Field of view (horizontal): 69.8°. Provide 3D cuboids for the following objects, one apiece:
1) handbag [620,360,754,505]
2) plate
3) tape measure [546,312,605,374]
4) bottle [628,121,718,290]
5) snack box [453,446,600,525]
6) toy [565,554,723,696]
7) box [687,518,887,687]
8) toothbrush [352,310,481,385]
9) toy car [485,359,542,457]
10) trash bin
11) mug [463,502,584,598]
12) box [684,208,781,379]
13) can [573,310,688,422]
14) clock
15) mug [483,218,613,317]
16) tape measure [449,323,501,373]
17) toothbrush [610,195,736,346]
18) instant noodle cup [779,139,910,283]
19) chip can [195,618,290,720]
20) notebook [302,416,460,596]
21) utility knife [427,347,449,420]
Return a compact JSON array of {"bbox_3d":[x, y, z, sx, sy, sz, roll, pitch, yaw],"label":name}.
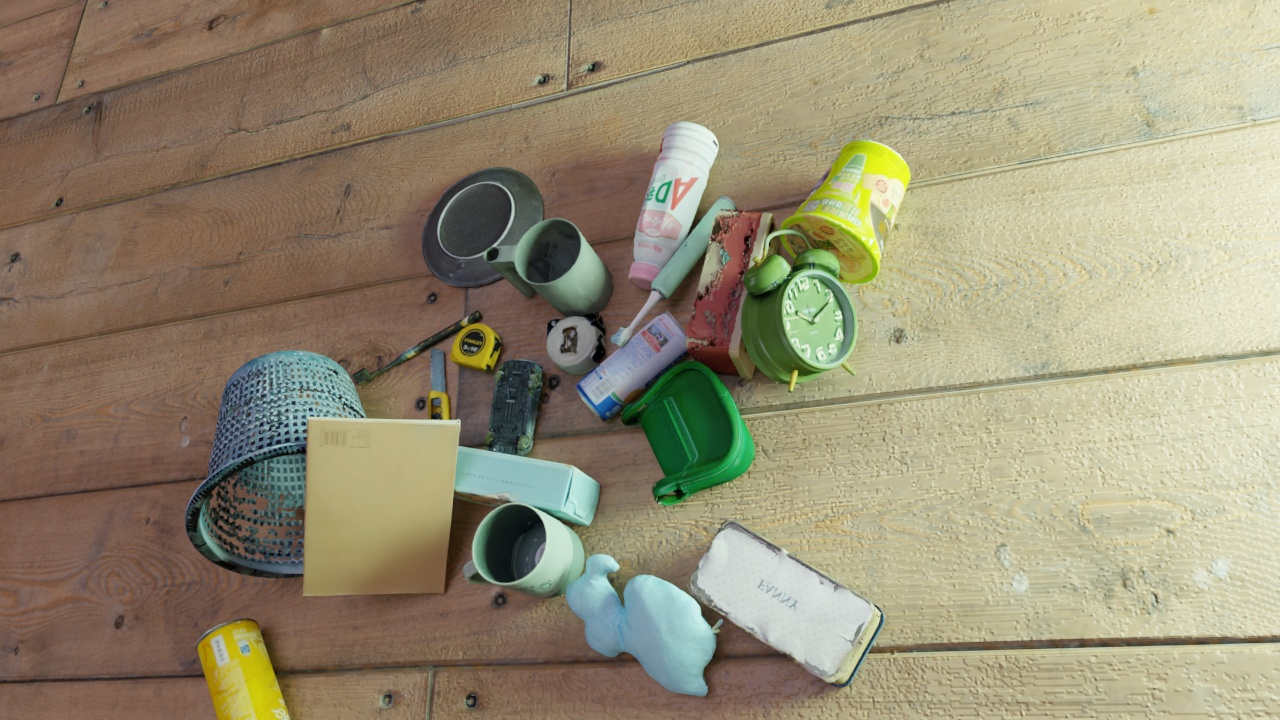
[{"bbox_3d":[0.048,0.075,0.954,0.120,0.068,0.131,-31,60,8],"label":"handbag"},{"bbox_3d":[-0.210,-0.178,1.187,0.180,0.024,0.179,-8,66,18],"label":"plate"},{"bbox_3d":[-0.074,-0.018,1.062,0.066,0.033,0.066,-11,64,18],"label":"tape measure"},{"bbox_3d":[0.034,-0.178,1.069,0.068,0.068,0.196,11,76,25],"label":"bottle"},{"bbox_3d":[-0.137,0.135,0.997,0.175,0.074,0.051,7,71,24],"label":"snack box"},{"bbox_3d":[0.006,0.257,0.894,0.157,0.049,0.161,-27,85,33],"label":"toy"},{"bbox_3d":[0.140,0.228,0.860,0.184,0.061,0.089,30,82,27],"label":"box"},{"bbox_3d":[-0.282,-0.017,1.152,0.186,0.017,0.012,-28,24,8],"label":"toothbrush"},{"bbox_3d":[-0.143,0.057,1.056,0.054,0.036,0.120,4,77,22],"label":"toy car"},{"bbox_3d":[-0.393,0.103,1.049,0.227,0.226,0.195,-30,48,7],"label":"trash bin"},{"bbox_3d":[-0.123,0.204,0.944,0.112,0.106,0.082,-26,62,9],"label":"mug"},{"bbox_3d":[0.094,-0.074,0.986,0.077,0.091,0.168,8,71,21],"label":"box"},{"bbox_3d":[-0.006,0.006,1.013,0.134,0.053,0.053,-40,60,2],"label":"can"},{"bbox_3d":[0.159,-0.053,0.924,0.056,0.116,0.161,-16,87,56],"label":"clock"},{"bbox_3d":[-0.104,-0.103,1.069,0.124,0.103,0.083,0,69,22],"label":"mug"},{"bbox_3d":[-0.197,-0.014,1.110,0.060,0.029,0.057,13,74,25],"label":"tape measure"},{"bbox_3d":[0.039,-0.100,1.030,0.027,0.026,0.224,21,65,39],"label":"toothbrush"},{"bbox_3d":[0.224,-0.163,0.969,0.112,0.112,0.123,22,70,27],"label":"instant noodle cup"},{"bbox_3d":[-0.424,0.391,1.003,0.072,0.072,0.213,-37,61,3],"label":"chip can"},{"bbox_3d":[-0.272,0.156,0.958,0.149,0.212,0.012,3,22,-17],"label":"notebook"},{"bbox_3d":[-0.244,0.077,1.098,0.033,0.015,0.214,-14,64,13],"label":"utility knife"}]
